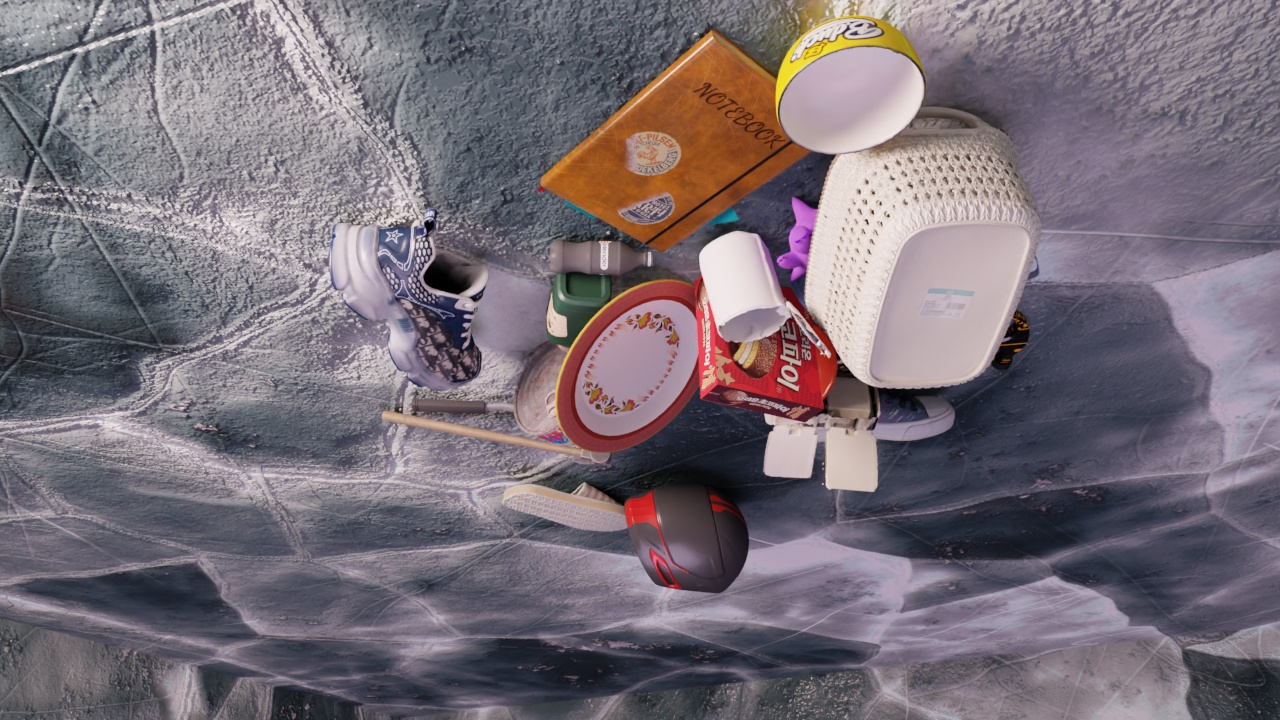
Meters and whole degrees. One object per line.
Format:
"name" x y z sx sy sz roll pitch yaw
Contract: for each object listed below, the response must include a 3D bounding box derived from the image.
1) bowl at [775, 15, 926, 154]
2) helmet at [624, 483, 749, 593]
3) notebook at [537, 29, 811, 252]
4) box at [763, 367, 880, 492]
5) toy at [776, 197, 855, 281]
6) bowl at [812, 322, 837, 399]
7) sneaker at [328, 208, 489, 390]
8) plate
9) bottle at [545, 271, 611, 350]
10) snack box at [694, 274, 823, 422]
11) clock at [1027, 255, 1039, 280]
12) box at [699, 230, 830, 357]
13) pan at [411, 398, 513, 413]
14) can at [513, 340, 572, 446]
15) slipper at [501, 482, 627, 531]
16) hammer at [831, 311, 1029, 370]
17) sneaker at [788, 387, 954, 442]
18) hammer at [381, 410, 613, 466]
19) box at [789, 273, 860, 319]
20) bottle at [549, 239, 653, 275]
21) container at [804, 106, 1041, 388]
"bowl" 0.167 -0.232 0.746 0.117 0.067 0.117 0 150 0
"helmet" 0.093 0.293 1.533 0.170 0.164 0.265 -19 136 8
"notebook" 0.041 -0.187 0.872 0.178 0.014 0.250 24 141 -35
"box" 0.225 0.085 1.170 0.145 0.185 0.095 6 156 3
"toy" 0.178 -0.125 0.937 0.106 0.056 0.088 -35 143 -9
"bowl" 0.179 0.003 1.123 0.122 0.122 0.035 -7 -171 11
"sneaker" -0.218 -0.062 1.007 0.132 0.103 0.269 -14 144 10
"plate" -0.006 0.006 1.069 0.229 0.021 0.230 -24 134 -28
"bottle" -0.075 -0.053 1.047 0.061 0.061 0.132 5 149 -13
"snack box" 0.130 -0.018 1.021 0.132 0.151 0.036 13 147 -22
"clock" 0.347 -0.080 0.996 0.162 0.075 0.122 -16 145 25
"box" 0.126 -0.060 0.948 0.112 0.162 0.084 -18 153 16
"pan" -0.137 0.072 1.276 0.357 0.041 0.179 2 149 -5
"can" -0.098 0.037 1.132 0.130 0.129 0.044 -26 141 35
"slipper" -0.118 0.241 1.551 0.262 0.052 0.115 22 144 -39
"hammer" 0.321 -0.015 1.149 0.321 0.036 0.123 -5 147 3
"sneaker" 0.310 0.059 1.249 0.235 0.087 0.079 -3 116 -1
"hammer" -0.203 0.112 1.302 0.331 0.030 0.119 9 169 0
"box" 0.253 -0.037 1.053 0.209 0.066 0.049 26 136 -25
"bottle" -0.042 -0.109 0.978 0.110 0.036 0.036 1 149 -3
"container" 0.260 -0.090 0.850 0.184 0.142 0.247 -2 132 -4
